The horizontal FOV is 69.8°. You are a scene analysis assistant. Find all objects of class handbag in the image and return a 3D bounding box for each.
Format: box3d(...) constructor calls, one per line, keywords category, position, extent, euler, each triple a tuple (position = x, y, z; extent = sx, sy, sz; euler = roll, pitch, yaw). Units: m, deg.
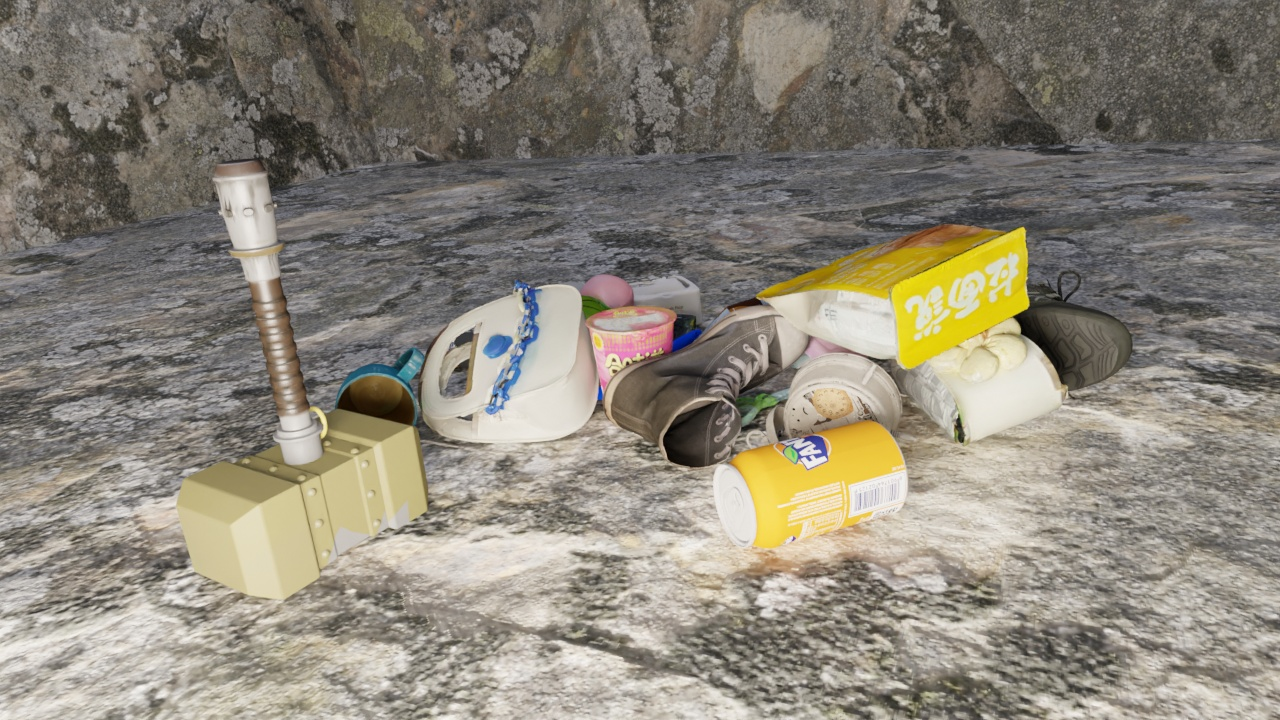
box3d(category="handbag", position=(-0.152, 0.000, 1.001), extent=(0.200, 0.093, 0.200), euler=(-11, 40, 7))
box3d(category="handbag", position=(0.317, 0.002, 0.907), extent=(0.112, 0.123, 0.171), euler=(-22, 20, -2))

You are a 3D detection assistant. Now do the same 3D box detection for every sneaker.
box3d(category="sneaker", position=(0.449, -0.034, 1.011), extent=(0.142, 0.101, 0.238), euler=(-22, 19, -25))
box3d(category="sneaker", position=(0.091, 0.023, 0.913), extent=(0.234, 0.095, 0.120), euler=(-20, 30, -21))

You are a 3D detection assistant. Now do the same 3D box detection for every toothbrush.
box3d(category="toothbrush", position=(0.009, 0.002, 1.096), extent=(0.182, 0.016, 0.018), euler=(-31, 26, -34))

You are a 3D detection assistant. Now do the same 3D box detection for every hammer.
box3d(category="hammer", position=(-0.290, 0.003, 0.742), extent=(0.101, 0.325, 0.189), euler=(9, 24, 33))

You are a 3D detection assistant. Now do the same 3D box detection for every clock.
box3d(category="clock", position=(0.164, 0.059, 0.845), extent=(0.157, 0.103, 0.061), euler=(-22, 16, 33))

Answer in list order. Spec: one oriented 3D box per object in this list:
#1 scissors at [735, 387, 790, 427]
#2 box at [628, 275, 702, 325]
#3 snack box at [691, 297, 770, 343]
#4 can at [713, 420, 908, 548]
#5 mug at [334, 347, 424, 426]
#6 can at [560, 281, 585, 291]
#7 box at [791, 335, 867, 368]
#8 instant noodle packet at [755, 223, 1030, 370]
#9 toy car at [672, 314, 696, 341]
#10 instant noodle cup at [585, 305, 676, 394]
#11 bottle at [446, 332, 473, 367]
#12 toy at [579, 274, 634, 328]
box3d(category="scissors", position=(0.134, 0.040, 1.003), extent=(0.175, 0.033, 0.078), euler=(-11, 18, -30))
box3d(category="box", position=(0.024, -0.090, 1.301), extent=(0.107, 0.076, 0.102), euler=(-8, 21, -15))
box3d(category="snack box", position=(0.159, -0.050, 1.131), extent=(0.185, 0.031, 0.101), euler=(-18, -18, -33))
box3d(category="can", position=(0.137, 0.100, 0.738), extent=(0.142, 0.079, 0.079), euler=(-12, 21, -18))
box3d(category="mug", position=(-0.276, 0.033, 0.994), extent=(0.112, 0.084, 0.104), euler=(-50, 19, -3))
box3d(category="can", position=(-0.122, -0.073, 1.301), extent=(0.127, 0.064, 0.064), euler=(-16, 23, -29))
box3d(category="box", position=(0.266, -0.054, 1.034), extent=(0.201, 0.073, 0.150), euler=(-29, 10, -7))
box3d(category="instant noodle packet", position=(0.236, -0.074, 0.894), extent=(0.162, 0.084, 0.222), euler=(-25, 21, -20))
box3d(category="toy car", position=(0.041, -0.024, 1.173), extent=(0.048, 0.033, 0.105), euler=(4, 35, 16))
box3d(category="instant noodle cup", position=(-0.006, 0.006, 0.989), extent=(0.098, 0.109, 0.097), euler=(-4, 20, 1))
box3d(category="bottle", position=(-0.214, -0.014, 1.184), extent=(0.112, 0.047, 0.046), euler=(-2, 20, 11))
box3d(category="toy", position=(-0.080, -0.038, 1.162), extent=(0.190, 0.088, 0.237), euler=(-3, 26, 38))
